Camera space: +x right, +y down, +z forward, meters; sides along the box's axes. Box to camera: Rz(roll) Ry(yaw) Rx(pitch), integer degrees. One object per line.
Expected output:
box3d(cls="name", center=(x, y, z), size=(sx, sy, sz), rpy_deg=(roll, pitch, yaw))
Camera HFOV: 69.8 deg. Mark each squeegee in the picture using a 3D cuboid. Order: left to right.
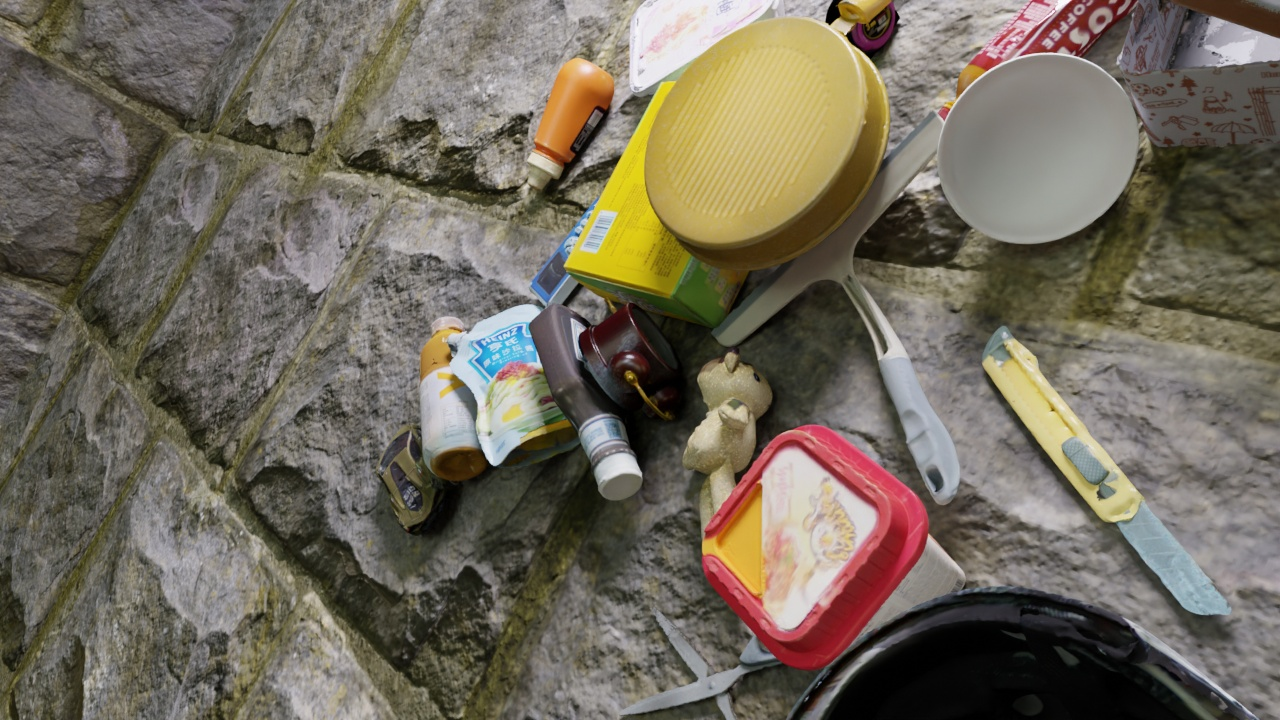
box3d(cls="squeegee", center=(0.170, -0.004, 0.633), size=(0.247, 0.039, 0.246), rpy_deg=(-47, 41, 32))

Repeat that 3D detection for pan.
box3d(cls="pan", center=(0.141, -0.230, 0.707), size=(0.198, 0.078, 0.357), rpy_deg=(35, 96, 40))

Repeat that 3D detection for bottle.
box3d(cls="bottle", center=(-0.191, 0.032, 0.935), size=(0.068, 0.068, 0.189), rpy_deg=(-36, 45, 22))
box3d(cls="bottle", center=(-0.086, -0.259, 1.027), size=(0.067, 0.066, 0.149), rpy_deg=(34, 98, 49))
box3d(cls="bottle", center=(-0.043, 0.034, 0.784), size=(0.044, 0.080, 0.194), rpy_deg=(-40, 45, 16))
box3d(cls="bottle", center=(0.281, -0.221, 0.648), size=(0.175, 0.057, 0.057), rpy_deg=(-47, 42, 12))

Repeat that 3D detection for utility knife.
box3d(cls="utility knife", center=(0.259, 0.058, 0.532), size=(0.031, 0.022, 0.216), rpy_deg=(-45, 47, 22))

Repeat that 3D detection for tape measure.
box3d(cls="tape measure", center=(0.186, -0.290, 0.783), size=(0.057, 0.058, 0.039), rpy_deg=(-56, 40, 5))

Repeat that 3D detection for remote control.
box3d(cls="remote control", center=(-0.063, -0.107, 0.933), size=(0.125, 0.024, 0.049), rpy_deg=(-50, 41, 6))

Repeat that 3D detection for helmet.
box3d(cls="helmet", center=(0.185, 0.237, 0.381), size=(0.230, 0.156, 0.274), rpy_deg=(-42, 54, 14))

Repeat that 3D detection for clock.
box3d(cls="clock", center=(-0.005, 0.004, 0.765), size=(0.055, 0.082, 0.121), rpy_deg=(-36, 43, 14))

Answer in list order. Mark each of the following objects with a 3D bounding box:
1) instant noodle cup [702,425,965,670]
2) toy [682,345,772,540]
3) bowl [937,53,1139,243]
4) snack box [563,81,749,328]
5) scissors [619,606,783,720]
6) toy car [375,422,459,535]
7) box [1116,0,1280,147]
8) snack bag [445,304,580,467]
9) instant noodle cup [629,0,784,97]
box3d(cls="instant noodle cup", center=(0.119, 0.118, 0.541), size=(0.117, 0.124, 0.116), rpy_deg=(-53, 40, 4))
box3d(cls="toy", center=(0.067, 0.070, 0.678), size=(0.105, 0.066, 0.157), rpy_deg=(110, 165, -65))
box3d(cls="bowl", center=(0.255, -0.142, 0.607), size=(0.118, 0.118, 0.064), rpy_deg=(-37, 8, 22))
box3d(cls="snack box", center=(0.043, -0.144, 0.819), size=(0.158, 0.070, 0.210), rpy_deg=(19, 79, 47))
box3d(cls="scissors", center=(0.052, 0.227, 0.625), size=(0.180, 0.014, 0.159), rpy_deg=(-33, 45, 28))
box3d(cls="toy car", center=(-0.238, 0.119, 0.949), size=(0.070, 0.042, 0.158), rpy_deg=(-53, 39, 4))
box3d(cls="box", center=(0.353, -0.237, 0.500), size=(0.152, 0.174, 0.182), rpy_deg=(9, 72, 48))
box3d(cls="snack bag", center=(-0.117, 0.016, 0.874), size=(0.110, 0.039, 0.191), rpy_deg=(-26, 47, -5))
box3d(cls="instant noodle cup", center=(0.072, -0.334, 0.918), size=(0.174, 0.060, 0.137), rpy_deg=(-21, 52, 32))
